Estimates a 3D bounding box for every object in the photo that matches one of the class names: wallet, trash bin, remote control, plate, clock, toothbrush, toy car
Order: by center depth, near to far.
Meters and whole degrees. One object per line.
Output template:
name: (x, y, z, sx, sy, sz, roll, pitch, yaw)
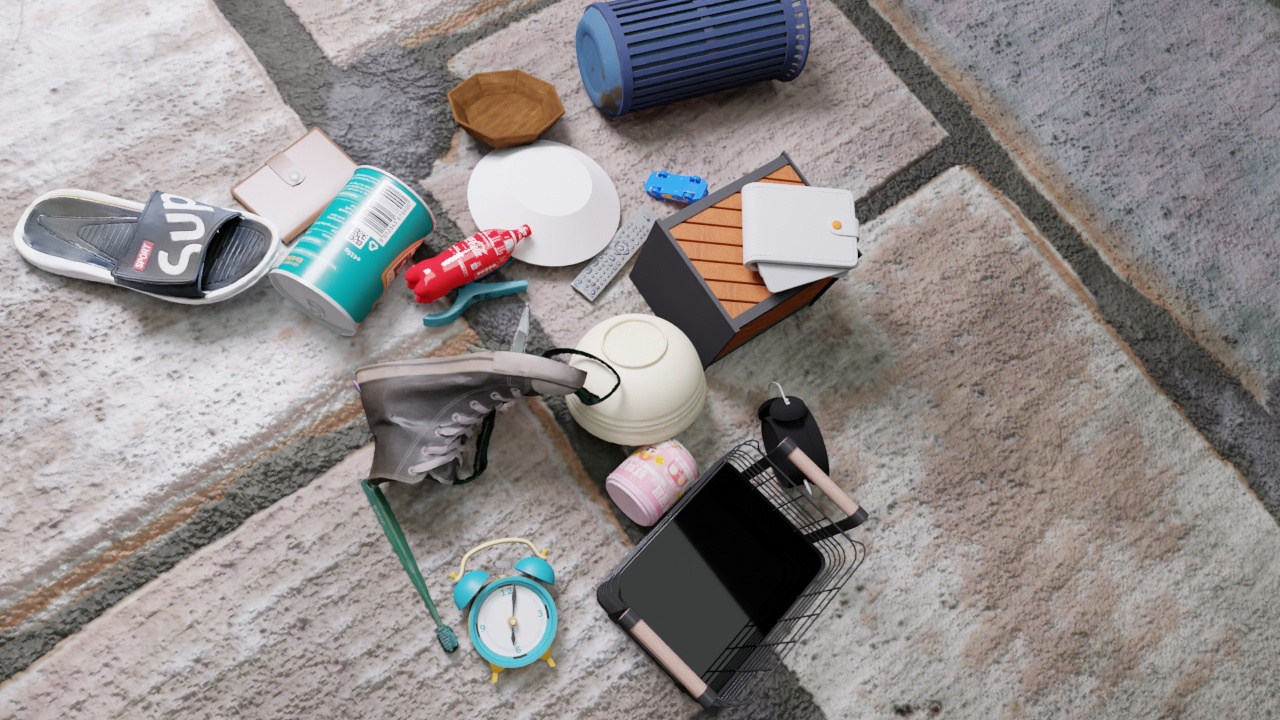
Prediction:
clock: (-0.127, 0.238, 0.886, 0.099, 0.044, 0.129, -11, 81, -16)
toothbrush: (-0.224, 0.197, 0.891, 0.016, 0.017, 0.189, -27, 79, -19)
wallet: (0.161, -0.117, 0.918, 0.118, 0.038, 0.115, 4, 71, -7)
clock: (0.158, 0.080, 0.975, 0.042, 0.091, 0.120, -16, 89, -7)
wallet: (-0.368, -0.192, 0.995, 0.087, 0.013, 0.120, 43, 68, 4)
trash bin: (0.109, -0.103, 0.999, 0.171, 0.140, 0.139, -31, 80, -20)
plate: (-0.104, -0.190, 1.026, 0.174, 0.036, 0.173, 6, 62, -13)
remote control: (-0.026, -0.123, 1.045, 0.033, 0.013, 0.136, 39, 68, 2)
plate: (-0.154, -0.285, 1.049, 0.131, 0.025, 0.131, 3, 50, -4)
trash bin: (0.057, -0.375, 1.085, 0.249, 0.139, 0.139, -18, 76, -16)
toy car: (0.056, -0.190, 1.088, 0.092, 0.062, 0.033, 14, 67, 25)

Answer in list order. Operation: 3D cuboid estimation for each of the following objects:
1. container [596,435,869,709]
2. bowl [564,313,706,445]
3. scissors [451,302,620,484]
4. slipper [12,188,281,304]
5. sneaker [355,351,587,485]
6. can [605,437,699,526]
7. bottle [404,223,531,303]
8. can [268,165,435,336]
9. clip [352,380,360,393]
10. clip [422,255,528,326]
container: (0.088, 0.206, 0.893, 0.163, 0.130, 0.240, 45, 68, 5)
bowl: (-0.006, 0.006, 0.942, 0.151, 0.075, 0.150, -1, 50, 1)
scissors: (-0.112, 0.036, 0.920, 0.206, 0.015, 0.201, 6, 74, 30)
slipper: (-0.488, -0.121, 0.894, 0.264, 0.063, 0.111, 10, 67, 7)
sneaker: (-0.161, 0.055, 0.879, 0.235, 0.095, 0.120, -6, 83, 10)
can: (0.012, 0.122, 0.940, 0.067, 0.067, 0.076, 45, 68, 5)
bottle: (-0.177, -0.107, 0.963, 0.141, 0.042, 0.042, -31, 80, -17)
can: (-0.292, -0.112, 0.937, 0.099, 0.099, 0.143, 31, 68, -1)
clip: (-0.273, 0.038, 0.938, 0.029, 0.013, 0.050, -23, 81, -19)
clip: (-0.197, -0.096, 0.994, 0.130, 0.030, 0.120, -38, 78, -21)
